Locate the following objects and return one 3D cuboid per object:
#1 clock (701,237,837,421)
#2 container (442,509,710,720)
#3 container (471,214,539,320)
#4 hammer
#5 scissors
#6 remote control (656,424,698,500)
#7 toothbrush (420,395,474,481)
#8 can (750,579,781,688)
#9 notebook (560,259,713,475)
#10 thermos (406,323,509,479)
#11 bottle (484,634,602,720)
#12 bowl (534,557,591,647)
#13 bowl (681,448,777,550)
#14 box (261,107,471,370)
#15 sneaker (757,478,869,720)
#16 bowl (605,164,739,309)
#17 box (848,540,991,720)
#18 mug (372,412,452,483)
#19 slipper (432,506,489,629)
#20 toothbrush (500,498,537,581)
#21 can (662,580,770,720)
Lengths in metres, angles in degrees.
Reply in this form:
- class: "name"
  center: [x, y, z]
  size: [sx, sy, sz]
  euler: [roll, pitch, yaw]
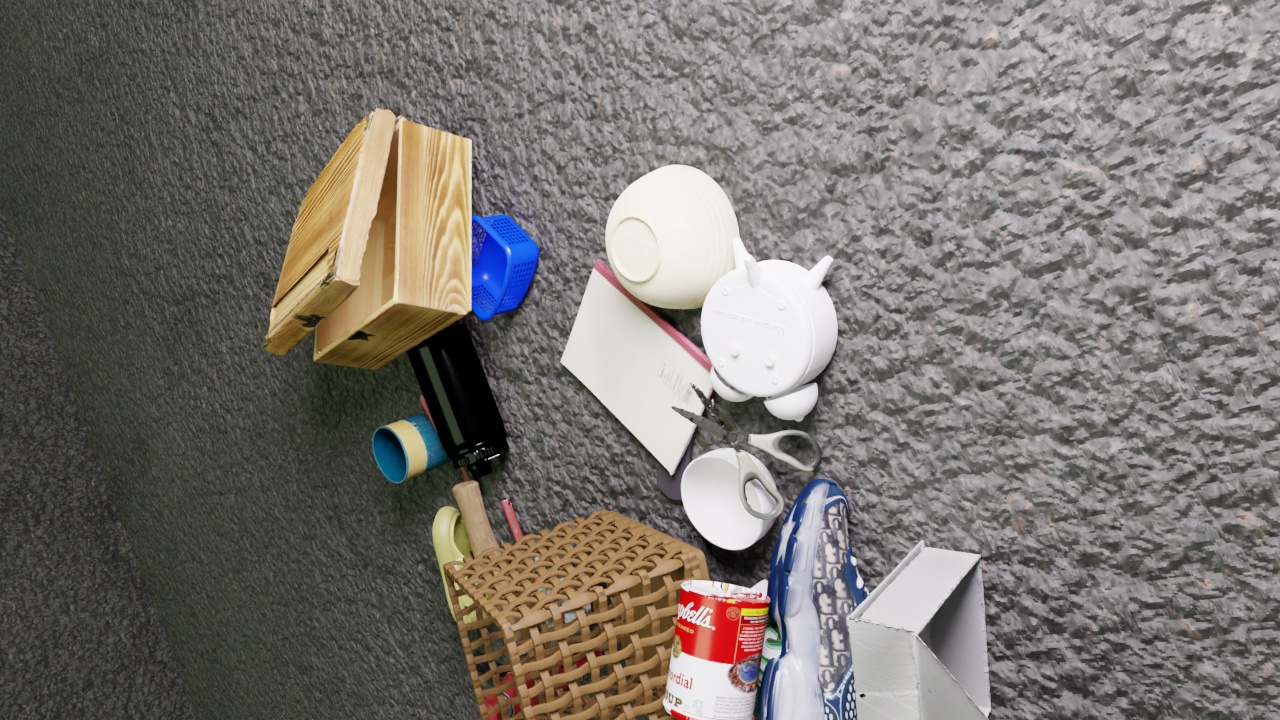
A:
- class: "clock"
  center: [0.116, -0.026, 0.869]
  size: [0.125, 0.072, 0.161]
  euler: [19, 116, 38]
- class: "container"
  center: [-0.060, 0.316, 1.000]
  size: [0.252, 0.213, 0.219]
  euler: [4, 108, 65]
- class: "container"
  center: [-0.176, -0.116, 1.123]
  size: [0.096, 0.058, 0.114]
  euler: [46, 130, 22]
- class: "hammer"
  center: [-0.200, 0.310, 1.255]
  size: [0.132, 0.040, 0.305]
  euler: [-12, 102, 15]
- class: "scissors"
  center: [0.099, 0.090, 0.880]
  size: [0.012, 0.163, 0.154]
  euler: [-144, 56, -70]
- class: "remote control"
  center: [0.042, 0.101, 1.027]
  size: [0.046, 0.009, 0.125]
  euler: [24, 119, 36]
- class: "toothbrush"
  center: [-0.265, 0.123, 1.273]
  size: [0.015, 0.015, 0.184]
  euler: [-8, 122, 23]
- class: "can"
  center: [0.151, 0.301, 0.939]
  size: [0.140, 0.087, 0.088]
  euler: [47, 131, 21]
- class: "notebook"
  center: [-0.006, 0.006, 1.030]
  size: [0.209, 0.012, 0.153]
  euler: [44, 130, 29]
- class: "thermos"
  center: [-0.238, 0.059, 1.222]
  size: [0.086, 0.085, 0.198]
  euler: [-22, 89, 45]
- class: "bottle"
  center: [-0.129, 0.410, 1.176]
  size: [0.062, 0.176, 0.062]
  euler: [16, 115, 39]
- class: "bowl"
  center: [-0.097, 0.305, 1.179]
  size: [0.117, 0.061, 0.117]
  euler: [170, 91, -81]
- class: "bowl"
  center: [0.098, 0.139, 0.957]
  size: [0.105, 0.054, 0.105]
  euler: [17, 117, 37]
- class: "box"
  center: [-0.336, -0.144, 1.137]
  size: [0.280, 0.167, 0.244]
  euler: [-23, 61, 51]
- class: "sneaker"
  center: [0.188, 0.249, 0.860]
  size: [0.132, 0.103, 0.269]
  euler: [7, 75, 2]
- class: "bowl"
  center: [0.018, -0.119, 0.929]
  size: [0.151, 0.075, 0.151]
  euler: [17, 115, 39]
- class: "box"
  center: [0.205, 0.298, 0.645]
  size: [0.119, 0.477, 0.166]
  euler: [-5, 102, 17]
- class: "mug"
  center: [-0.322, 0.114, 1.306]
  size: [0.114, 0.107, 0.083]
  euler: [11, 113, 40]
- class: "slipper"
  center: [-0.241, 0.294, 1.322]
  size: [0.081, 0.091, 0.191]
  euler: [-11, 109, 6]
- class: "toothbrush"
  center: [-0.150, 0.279, 1.264]
  size: [0.016, 0.016, 0.190]
  euler: [-25, 86, 28]
- class: "can"
  center: [0.073, 0.277, 0.871]
  size: [0.087, 0.086, 0.116]
  euler: [6, 87, 42]
